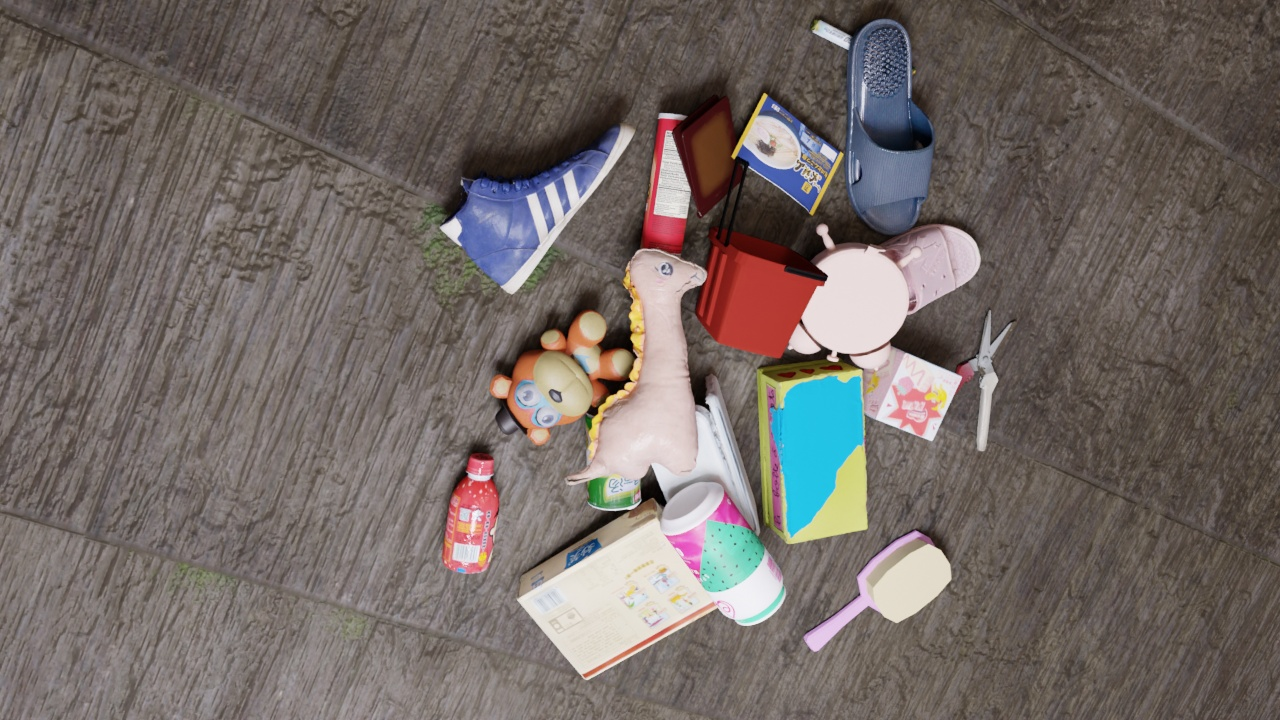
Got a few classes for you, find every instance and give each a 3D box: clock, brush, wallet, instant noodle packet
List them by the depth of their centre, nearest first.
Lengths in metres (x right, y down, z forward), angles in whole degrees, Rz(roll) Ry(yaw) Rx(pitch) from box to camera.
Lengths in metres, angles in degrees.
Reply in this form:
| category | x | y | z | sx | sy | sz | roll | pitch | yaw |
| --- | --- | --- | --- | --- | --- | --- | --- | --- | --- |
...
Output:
| category | x | y | z | sx | sy | sz | roll | pitch | yaw |
| --- | --- | --- | --- | --- | --- | --- | --- | --- | --- |
| wallet | 0.082 | -0.237 | 1.065 | 0.091 | 0.018 | 0.116 | -45 | 136 | -27 |
| instant noodle packet | 0.180 | -0.248 | 1.111 | 0.134 | 0.026 | 0.087 | 30 | 85 | -24 |
| clock | 0.257 | -0.071 | 1.115 | 0.131 | 0.086 | 0.161 | 14 | 114 | 0 |
| brush | 0.330 | 0.334 | 1.282 | 0.228 | 0.043 | 0.089 | -37 | 109 | -4 |

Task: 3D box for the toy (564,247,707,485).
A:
| category | x | y | z | sx | sy | sz | roll | pitch | yaw |
| --- | --- | --- | --- | --- | --- | --- | --- | --- | --- |
| toy | -0.006 | 0.006 | 1.041 | 0.196 | 0.065 | 0.264 | -9 | 89 | -6 |

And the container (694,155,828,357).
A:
| category | x | y | z | sx | sy | sz | roll | pitch | yaw |
| --- | --- | --- | --- | --- | --- | --- | --- | --- | --- |
| container | 0.142 | -0.121 | 1.073 | 0.127 | 0.148 | 0.201 | 13 | 108 | -16 |

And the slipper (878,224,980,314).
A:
| category | x | y | z | sx | sy | sz | roll | pitch | yaw |
| --- | --- | --- | --- | --- | --- | --- | --- | --- | --- |
| slipper | 0.331 | -0.107 | 1.169 | 0.239 | 0.064 | 0.094 | -19 | 107 | -8 |

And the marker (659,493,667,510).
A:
| category | x | y | z | sx | sy | sz | roll | pitch | yaw |
| --- | --- | --- | --- | --- | --- | --- | --- | --- | --- |
| marker | 0.026 | 0.222 | 1.190 | 0.019 | 0.019 | 0.146 | 11 | 100 | -17 |

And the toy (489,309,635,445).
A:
| category | x | y | z | sx | sy | sz | roll | pitch | yaw |
| --- | --- | --- | --- | --- | --- | --- | --- | --- | --- |
| toy | -0.097 | 0.024 | 1.081 | 0.176 | 0.096 | 0.112 | -37 | 109 | 8 |

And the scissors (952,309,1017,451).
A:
| category | x | y | z | sx | sy | sz | roll | pitch | yaw |
| --- | --- | --- | --- | --- | --- | --- | --- | --- | --- |
| scissors | 0.458 | 0.039 | 1.261 | 0.196 | 0.015 | 0.179 | -31 | 107 | -6 |

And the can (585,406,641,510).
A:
| category | x | y | z | sx | sy | sz | roll | pitch | yaw |
| --- | --- | --- | --- | --- | --- | --- | --- | --- | --- |
| can | -0.033 | 0.119 | 1.125 | 0.067 | 0.067 | 0.121 | -4 | 104 | -14 |

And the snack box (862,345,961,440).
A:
| category | x | y | z | sx | sy | sz | roll | pitch | yaw |
| --- | --- | --- | --- | --- | --- | --- | --- | --- | --- |
| snack box | 0.345 | 0.040 | 1.198 | 0.093 | 0.079 | 0.095 | 21 | 97 | -18 |

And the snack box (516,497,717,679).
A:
| category | x | y | z | sx | sy | sz | roll | pitch | yaw |
| --- | --- | --- | --- | --- | --- | --- | --- | --- | --- |
| snack box | -0.026 | 0.288 | 1.150 | 0.207 | 0.055 | 0.153 | -32 | 108 | 10 |

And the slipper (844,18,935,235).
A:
| category | x | y | z | sx | sy | sz | roll | pitch | yaw |
| --- | --- | --- | --- | --- | --- | --- | --- | --- | --- |
| slipper | 0.303 | -0.274 | 1.107 | 0.101 | 0.082 | 0.264 | -14 | 112 | -7 |

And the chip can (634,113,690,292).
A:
| category | x | y | z | sx | sy | sz | roll | pitch | yaw |
| --- | --- | --- | --- | --- | --- | --- | --- | --- | --- |
| chip can | 0.031 | -0.177 | 1.082 | 0.051 | 0.052 | 0.215 | 5 | 101 | -16 |

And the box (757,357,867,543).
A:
| category | x | y | z | sx | sy | sz | roll | pitch | yaw |
| --- | --- | --- | --- | --- | --- | --- | --- | --- | --- |
| box | 0.222 | 0.113 | 1.186 | 0.124 | 0.083 | 0.221 | -10 | 102 | -13 |

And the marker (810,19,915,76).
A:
| category | x | y | z | sx | sy | sz | roll | pitch | yaw |
| --- | --- | --- | --- | --- | --- | --- | --- | --- | --- |
| marker | 0.271 | -0.377 | 1.115 | 0.146 | 0.017 | 0.017 | 19 | 97 | -17 |

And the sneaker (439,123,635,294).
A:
| category | x | y | z | sx | sy | sz | roll | pitch | yaw |
| --- | --- | --- | --- | --- | --- | --- | --- | --- | --- |
| sneaker | -0.124 | -0.201 | 1.022 | 0.118 | 0.091 | 0.233 | 36 | 100 | -17 |

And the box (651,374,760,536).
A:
| category | x | y | z | sx | sy | sz | roll | pitch | yaw |
| --- | --- | --- | --- | --- | --- | --- | --- | --- | --- |
| box | 0.074 | 0.138 | 1.144 | 0.106 | 0.129 | 0.211 | -14 | 108 | 12 |

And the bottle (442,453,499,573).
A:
| category | x | y | z | sx | sy | sz | roll | pitch | yaw |
| --- | --- | --- | --- | --- | --- | --- | --- | --- | --- |
| bottle | -0.200 | 0.180 | 1.100 | 0.062 | 0.062 | 0.137 | 8 | 101 | -16 |

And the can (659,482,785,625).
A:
| category | x | y | z | sx | sy | sz | roll | pitch | yaw |
| --- | --- | --- | --- | --- | --- | --- | --- | --- | --- |
| can | 0.099 | 0.228 | 1.088 | 0.088 | 0.088 | 0.166 | -36 | 106 | -4 |
